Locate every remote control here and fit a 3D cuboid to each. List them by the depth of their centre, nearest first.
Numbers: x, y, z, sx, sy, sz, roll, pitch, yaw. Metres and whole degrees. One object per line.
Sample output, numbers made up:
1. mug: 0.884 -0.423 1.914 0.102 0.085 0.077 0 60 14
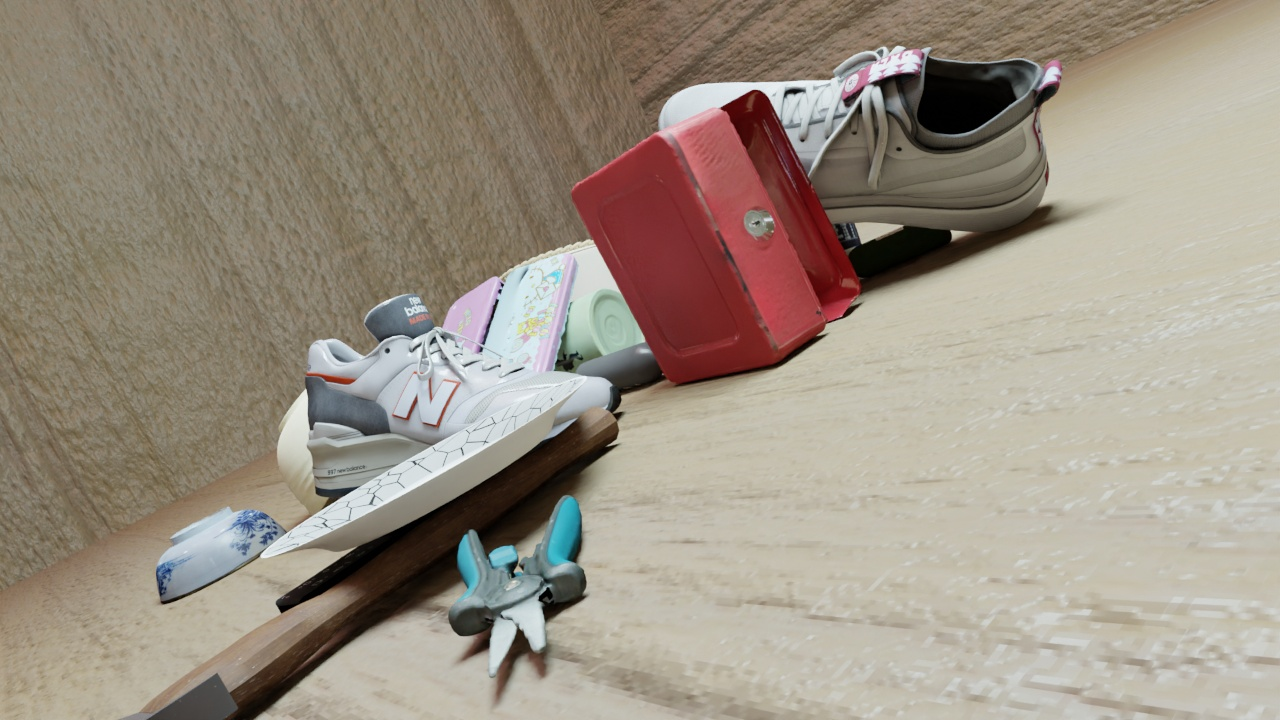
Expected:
1. remote control: -0.141 0.103 0.539 0.035 0.013 0.149 -19 11 44

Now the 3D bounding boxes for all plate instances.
1. plate: -0.108 0.061 0.491 0.188 0.016 0.188 -28 5 3

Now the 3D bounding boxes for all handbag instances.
1. handbag: -0.047 -0.071 1.051 0.208 0.103 0.211 -13 -6 -35

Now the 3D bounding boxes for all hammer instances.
1. hammer: -0.118 0.099 0.428 0.116 0.033 0.321 -21 8 44

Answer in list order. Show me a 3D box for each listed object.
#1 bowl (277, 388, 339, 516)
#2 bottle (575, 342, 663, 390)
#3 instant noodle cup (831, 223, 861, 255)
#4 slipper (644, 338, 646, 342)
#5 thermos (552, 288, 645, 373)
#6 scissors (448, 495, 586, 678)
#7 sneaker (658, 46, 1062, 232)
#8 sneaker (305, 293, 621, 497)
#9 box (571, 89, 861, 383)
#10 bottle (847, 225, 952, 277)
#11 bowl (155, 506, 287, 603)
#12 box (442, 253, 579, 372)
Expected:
1. bowl: -0.269 0.058 0.815 0.151 0.075 0.150 -53 5 7
2. bottle: -0.004 0.004 0.693 0.113 0.030 0.030 -18 11 47
3. instant noodle cup: 0.108 -0.111 0.733 0.137 0.112 0.137 -25 -8 -4
4. slipper: 0.057 -0.066 0.851 0.249 0.059 0.103 -20 12 19
5. thermos: -0.110 0.006 0.845 0.232 0.082 0.082 -20 10 35
6. scissors: -0.048 0.082 0.352 0.148 0.019 0.123 -10 13 47
7. sneaker: 0.135 -0.156 0.595 0.263 0.096 0.129 10 -22 14
8. sneaker: -0.140 0.013 0.635 0.240 0.124 0.088 -17 4 15
9. box: 0.042 -0.071 0.591 0.134 0.157 0.110 -20 15 47
10. bottle: 0.174 -0.077 0.674 0.106 0.025 0.025 -23 8 19
11. bowl: -0.371 0.159 0.797 0.114 0.045 0.114 -26 8 3
12. box: -0.128 0.000 0.777 0.151 0.035 0.213 -21 39 27
